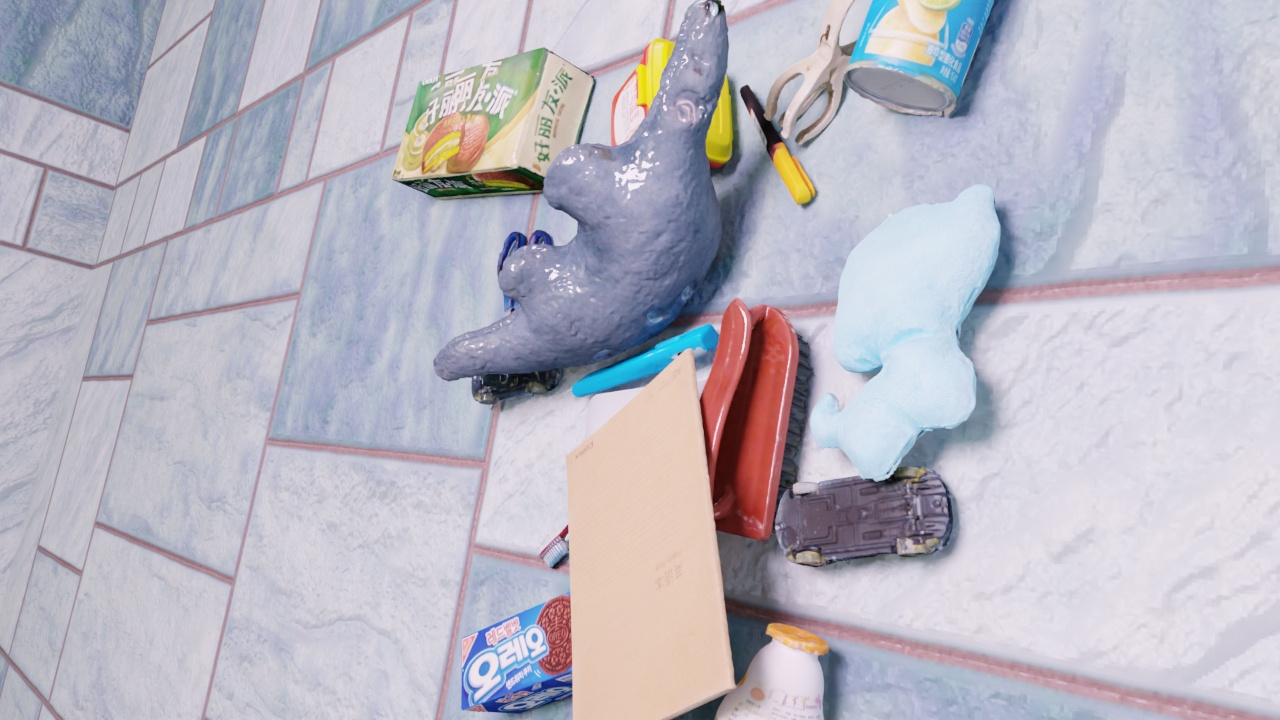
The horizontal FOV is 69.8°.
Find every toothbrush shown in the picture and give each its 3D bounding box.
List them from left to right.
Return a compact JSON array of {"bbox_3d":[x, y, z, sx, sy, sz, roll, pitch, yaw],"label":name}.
[{"bbox_3d":[-0.026,0.100,0.670,0.017,0.016,0.188,54,127,19],"label":"toothbrush"}]

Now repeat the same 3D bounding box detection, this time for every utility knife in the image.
[{"bbox_3d":[-0.004,0.004,0.689,0.161,0.034,0.018,-21,103,43],"label":"utility knife"}]

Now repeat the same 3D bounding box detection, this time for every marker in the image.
[{"bbox_3d":[0.094,-0.155,0.649,0.015,0.018,0.123,-18,54,-2],"label":"marker"}]

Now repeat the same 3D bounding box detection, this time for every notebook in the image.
[{"bbox_3d":[-0.002,0.115,0.560,0.150,0.012,0.211,-44,39,41],"label":"notebook"}]

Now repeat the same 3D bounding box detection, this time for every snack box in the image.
[{"bbox_3d":[-0.152,-0.225,0.901,0.240,0.063,0.114,9,82,49],"label":"snack box"},{"bbox_3d":[-0.048,0.202,0.647,0.208,0.057,0.058,-32,52,36],"label":"snack box"},{"bbox_3d":[0.019,-0.181,0.694,0.080,0.082,0.091,-28,55,50],"label":"snack box"}]

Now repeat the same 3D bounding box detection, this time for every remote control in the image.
[{"bbox_3d":[0.010,0.046,0.665,0.136,0.020,0.055,-10,69,45],"label":"remote control"}]

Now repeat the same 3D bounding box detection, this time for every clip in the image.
[{"bbox_3d":[0.124,-0.195,0.614,0.100,0.070,0.034,-57,42,26],"label":"clip"}]

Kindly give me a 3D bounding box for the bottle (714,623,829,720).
[{"bbox_3d":[0.073,0.204,0.510,0.063,0.063,0.108,15,88,48],"label":"bottle"}]

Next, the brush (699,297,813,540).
[{"bbox_3d":[0.065,0.035,0.573,0.063,0.069,0.145,4,79,47],"label":"brush"}]

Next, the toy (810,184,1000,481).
[{"bbox_3d":[0.147,-0.022,0.518,0.162,0.049,0.156,-46,39,28],"label":"toy"}]

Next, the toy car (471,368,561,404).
[{"bbox_3d":[-0.106,0.014,0.792,0.091,0.034,0.043,-13,67,29],"label":"toy car"}]

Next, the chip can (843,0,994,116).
[{"bbox_3d":[0.189,-0.257,0.541,0.071,0.071,0.210,24,95,48],"label":"chip can"}]

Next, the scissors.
[{"bbox_3d":[-0.124,-0.040,0.847,0.126,0.012,0.174,44,110,44],"label":"scissors"}]

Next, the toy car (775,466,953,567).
[{"bbox_3d":[0.125,0.090,0.518,0.106,0.031,0.048,-16,62,39],"label":"toy car"}]

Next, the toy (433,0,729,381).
[{"bbox_3d":[-0.020,-0.080,0.654,0.357,0.138,0.091,-51,16,32],"label":"toy"}]
